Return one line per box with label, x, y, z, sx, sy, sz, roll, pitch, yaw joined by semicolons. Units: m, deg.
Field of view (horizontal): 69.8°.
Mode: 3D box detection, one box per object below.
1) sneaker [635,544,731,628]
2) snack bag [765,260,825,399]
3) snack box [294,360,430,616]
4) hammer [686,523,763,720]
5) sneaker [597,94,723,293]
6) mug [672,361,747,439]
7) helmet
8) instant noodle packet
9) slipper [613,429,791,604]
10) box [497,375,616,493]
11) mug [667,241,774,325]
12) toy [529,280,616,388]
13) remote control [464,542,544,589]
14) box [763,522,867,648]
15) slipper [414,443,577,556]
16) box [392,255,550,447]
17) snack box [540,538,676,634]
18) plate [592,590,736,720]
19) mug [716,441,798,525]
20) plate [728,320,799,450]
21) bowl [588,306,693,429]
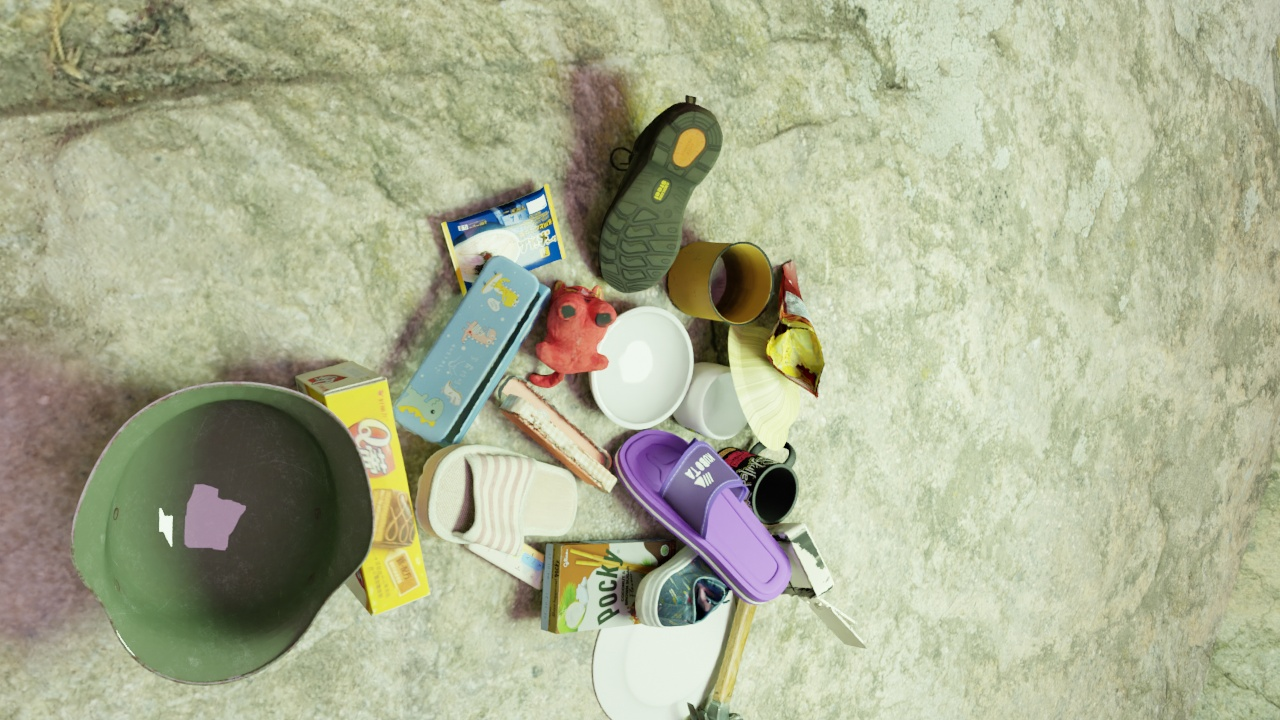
sneaker;0.083;0.282;1.166;0.235;0.079;0.087;-4;94;-60
snack bag;0.213;-0.041;1.197;0.139;0.067;0.207;65;21;-16
snack box;-0.274;0.124;0.907;0.061;0.110;0.230;-16;108;-31
hammer;0.143;0.367;1.288;0.132;0.033;0.330;23;82;-51
sneaker;0.010;-0.205;1.067;0.101;0.142;0.238;19;121;-16
mug;0.099;0.053;1.184;0.115;0.068;0.094;14;91;-36
helmet;-0.370;0.141;0.815;0.226;0.154;0.268;5;94;-29
instant noodle packet;-0.146;-0.130;1.002;0.134;0.026;0.087;-27;118;-29
slipper;0.094;0.178;1.119;0.266;0.084;0.107;47;53;0
box;-0.091;0.088;1.067;0.187;0.057;0.070;45;41;-34
mug;0.106;-0.096;1.144;0.123;0.094;0.100;10;92;-34
toy;-0.081;-0.027;1.048;0.088;0.094;0.133;19;115;-25
remote control;-0.150;0.227;1.072;0.125;0.018;0.038;40;76;-32
box;0.219;0.293;1.206;0.057;0.145;0.187;-35;92;-19
slipper;-0.137;0.152;0.989;0.262;0.052;0.115;20;72;-59
box;-0.179;-0.006;0.986;0.085;0.073;0.209;33;81;-10
snack box;-0.036;0.274;1.131;0.185;0.032;0.101;7;83;-41
plate;0.042;0.387;1.239;0.242;0.016;0.242;-7;103;-34
mug;0.158;0.153;1.226;0.117;0.098;0.082;-49;122;-18
plate;0.171;0.022;1.187;0.184;0.036;0.184;39;43;-48
bowl;-0.007;0.007;1.116;0.149;0.043;0.149;-7;103;-34
